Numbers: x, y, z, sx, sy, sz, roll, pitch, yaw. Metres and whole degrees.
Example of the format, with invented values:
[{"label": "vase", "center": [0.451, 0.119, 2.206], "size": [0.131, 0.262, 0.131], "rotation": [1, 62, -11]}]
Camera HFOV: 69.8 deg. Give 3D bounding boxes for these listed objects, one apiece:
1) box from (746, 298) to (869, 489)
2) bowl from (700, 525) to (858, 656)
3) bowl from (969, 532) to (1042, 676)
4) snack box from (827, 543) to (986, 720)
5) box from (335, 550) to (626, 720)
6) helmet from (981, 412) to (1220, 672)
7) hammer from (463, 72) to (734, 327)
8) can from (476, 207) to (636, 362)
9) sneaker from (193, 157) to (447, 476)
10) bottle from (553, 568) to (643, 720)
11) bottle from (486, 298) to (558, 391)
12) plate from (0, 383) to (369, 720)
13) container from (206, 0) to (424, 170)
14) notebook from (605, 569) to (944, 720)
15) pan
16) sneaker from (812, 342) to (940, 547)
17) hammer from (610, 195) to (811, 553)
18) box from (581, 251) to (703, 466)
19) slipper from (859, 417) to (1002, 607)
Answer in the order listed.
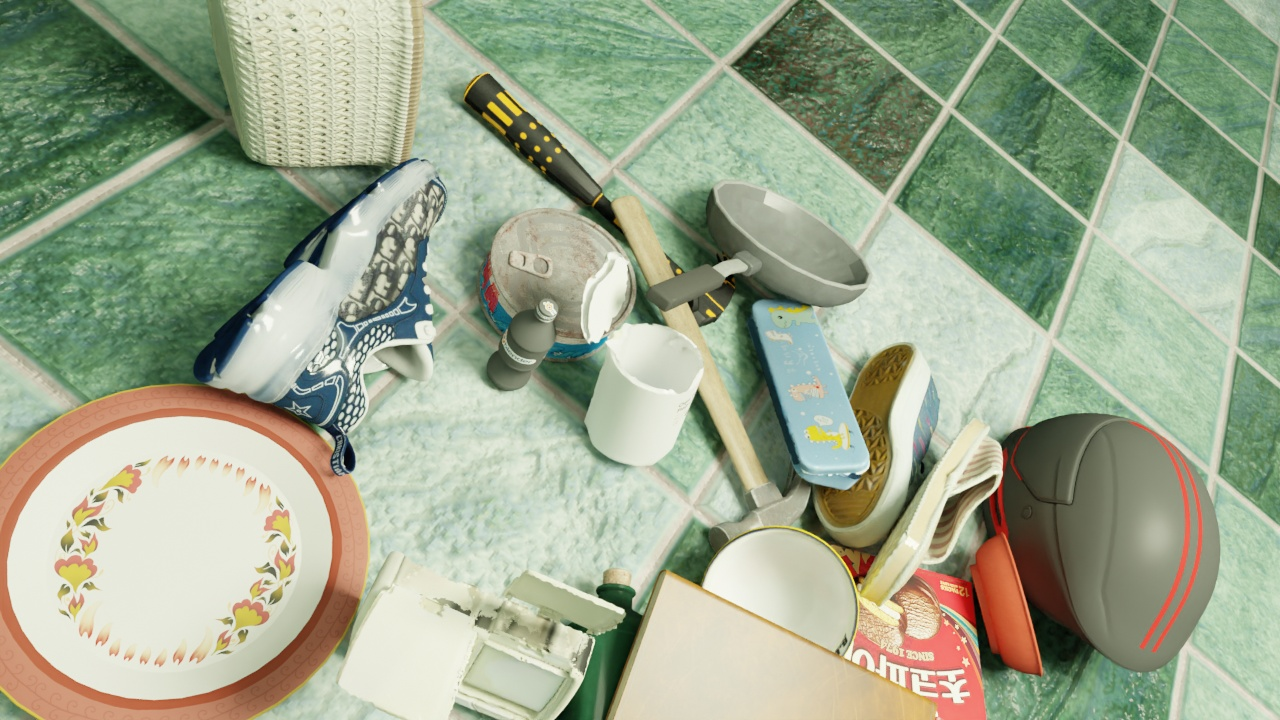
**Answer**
[{"label": "box", "center": [0.146, 0.018, 0.814], "size": [0.066, 0.049, 0.209], "rotation": [12, 40, -21]}, {"label": "bowl", "center": [0.107, 0.185, 0.704], "size": [0.117, 0.067, 0.117], "rotation": [-2, 83, 12]}, {"label": "bowl", "center": [0.313, 0.213, 0.796], "size": [0.121, 0.035, 0.122], "rotation": [-14, 90, -74]}, {"label": "snack box", "center": [0.207, 0.235, 0.757], "size": [0.152, 0.036, 0.132], "rotation": [18, 56, -17]}, {"label": "box", "center": [-0.103, 0.178, 0.542], "size": [0.145, 0.186, 0.095], "rotation": [24, 62, -5]}, {"label": "helmet", "center": [0.427, 0.149, 0.836], "size": [0.164, 0.170, 0.264], "rotation": [20, 55, -16]}, {"label": "hammer", "center": [-0.039, -0.153, 0.866], "size": [0.320, 0.036, 0.123], "rotation": [43, 51, -1]}, {"label": "can", "center": [-0.071, -0.066, 0.788], "size": [0.130, 0.044, 0.129], "rotation": [13, 57, -20]}, {"label": "sneaker", "center": [-0.200, -0.043, 0.690], "size": [0.132, 0.103, 0.268], "rotation": [46, 40, -22]}, {"label": "bottle", "center": [-0.021, 0.211, 0.639], "size": [0.061, 0.061, 0.131], "rotation": [18, 55, -20]}, {"label": "bottle", "center": [-0.088, -0.013, 0.706], "size": [0.036, 0.110, 0.036], "rotation": [13, 57, -20]}, {"label": "plate", "center": [-0.290, 0.122, 0.579], "size": [0.229, 0.021, 0.229], "rotation": [13, 57, -20]}, {"label": "container", "center": [-0.246, -0.256, 0.697], "size": [0.142, 0.247, 0.184], "rotation": [-15, 72, -24]}, {"label": "notebook", "center": [0.090, 0.274, 0.609], "size": [0.249, 0.014, 0.178], "rotation": [29, 65, -13]}, {"label": "pan", "center": [0.096, -0.087, 0.820], "size": [0.178, 0.041, 0.356], "rotation": [39, 30, 14]}, {"label": "sneaker", "center": [0.224, 0.086, 0.840], "size": [0.079, 0.088, 0.234], "rotation": [50, 45, -22]}, {"label": "hammer", "center": [0.049, 0.002, 0.807], "size": [0.119, 0.031, 0.331], "rotation": [-16, 74, -35]}, {"label": "box", "center": [-0.006, 0.003, 0.713], "size": [0.112, 0.163, 0.084], "rotation": [34, 46, 12]}, {"label": "slipper", "center": [0.254, 0.125, 0.769], "size": [0.052, 0.115, 0.262], "rotation": [36, 33, 16]}]
